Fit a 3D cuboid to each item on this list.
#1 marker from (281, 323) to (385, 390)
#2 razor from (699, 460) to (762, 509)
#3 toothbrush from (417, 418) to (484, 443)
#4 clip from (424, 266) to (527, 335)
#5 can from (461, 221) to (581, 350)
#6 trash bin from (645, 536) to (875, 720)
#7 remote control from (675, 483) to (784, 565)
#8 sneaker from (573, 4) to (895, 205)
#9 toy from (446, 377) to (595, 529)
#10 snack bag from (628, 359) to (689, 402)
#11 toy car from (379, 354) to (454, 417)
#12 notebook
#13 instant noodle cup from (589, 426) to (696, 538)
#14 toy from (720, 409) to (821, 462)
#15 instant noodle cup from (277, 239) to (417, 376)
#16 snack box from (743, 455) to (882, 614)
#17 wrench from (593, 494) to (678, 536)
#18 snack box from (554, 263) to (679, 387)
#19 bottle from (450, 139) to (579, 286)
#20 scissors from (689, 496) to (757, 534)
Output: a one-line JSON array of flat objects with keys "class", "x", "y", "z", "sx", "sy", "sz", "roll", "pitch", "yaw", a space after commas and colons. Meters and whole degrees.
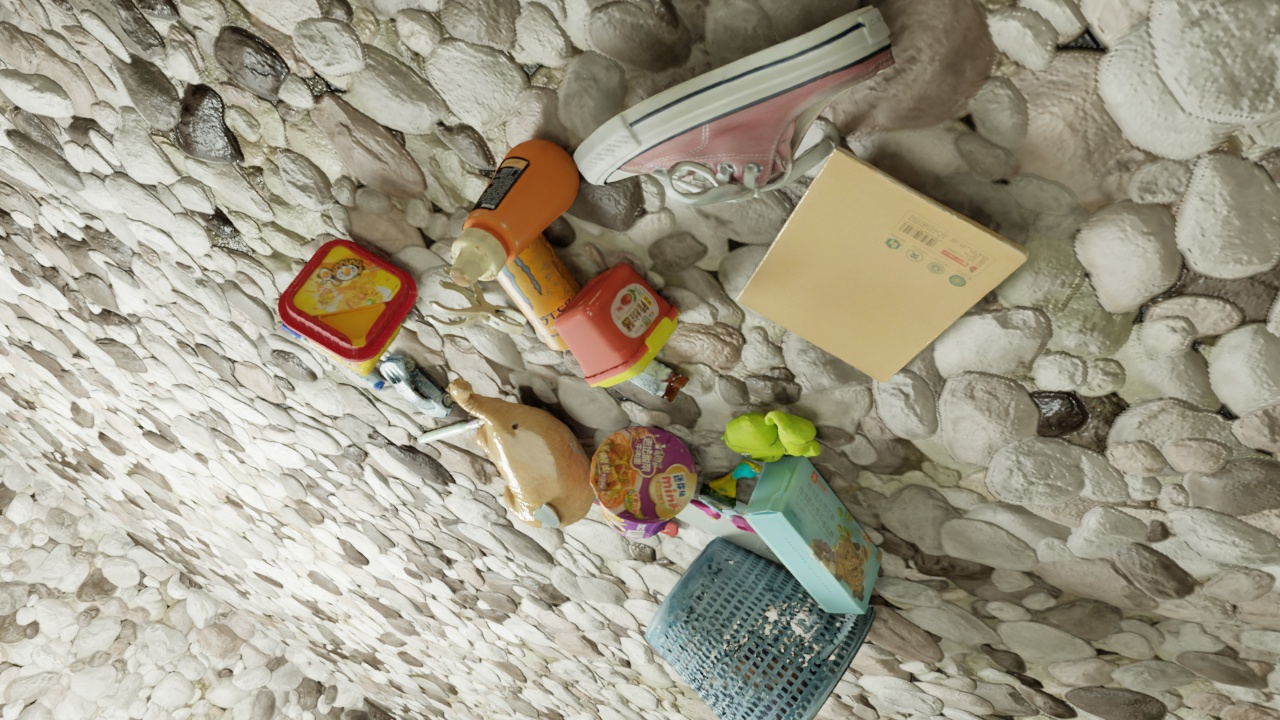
[{"class": "marker", "x": -0.389, "y": -0.007, "z": 1.165, "sx": 0.146, "sy": 0.016, "sz": 0.017, "roll": 34, "pitch": 144, "yaw": -5}, {"class": "razor", "x": 0.101, "y": 0.124, "z": 0.956, "sx": 0.043, "sy": 0.028, "sz": 0.133, "roll": 28, "pitch": 156, "yaw": -2}, {"class": "toothbrush", "x": -0.235, "y": 0.091, "z": 1.173, "sx": 0.190, "sy": 0.029, "sz": 0.020, "roll": -14, "pitch": 83, "yaw": 46}, {"class": "clip", "x": -0.169, "y": -0.064, "z": 0.937, "sx": 0.102, "sy": 0.095, "sz": 0.035, "roll": -3, "pitch": 151, "yaw": -23}, {"class": "can", "x": -0.098, "y": -0.078, "z": 0.838, "sx": 0.058, "sy": 0.058, "sz": 0.146, "roll": -6, "pitch": 131, "yaw": 40}, {"class": "trash bin", "x": 0.123, "y": 0.315, "z": 1.049, "sx": 0.195, "sy": 0.225, "sz": 0.227, "roll": 36, "pitch": 146, "yaw": 13}, {"class": "remote control", "x": 0.112, "y": 0.183, "z": 1.035, "sx": 0.150, "sy": 0.021, "sz": 0.058, "roll": 22, "pitch": 136, "yaw": 10}, {"class": "sneaker", "x": 0.059, "y": -0.148, "z": 0.609, "sx": 0.242, "sy": 0.118, "sz": 0.088, "roll": -13, "pitch": 106, "yaw": 38}, {"class": "toy", "x": -0.133, "y": 0.101, "z": 1.061, "sx": 0.144, "sy": 0.082, "sz": 0.226, "roll": -10, "pitch": 120, "yaw": 25}, {"class": "snack bag", "x": -0.005, "y": 0.005, "z": 0.900, "sx": 0.105, "sy": 0.026, "sz": 0.045, "roll": 31, "pitch": 136, "yaw": -2}, {"class": "toy car", "x": -0.273, "y": 0.035, "z": 1.122, "sx": 0.049, "sy": 0.031, "sz": 0.105, "roll": -16, "pitch": 125, "yaw": 46}, {"class": "notebook", "x": 0.168, "y": -0.061, "z": 0.691, "sx": 0.148, "sy": 0.008, "sz": 0.208, "roll": 29, "pitch": 152, "yaw": 1}, {"class": "instant noodle cup", "x": 0.000, "y": 0.140, "z": 1.000, "sx": 0.111, "sy": 0.111, "sz": 0.099, "roll": 25, "pitch": 154, "yaw": 8}, {"class": "toy", "x": 0.124, "y": 0.073, "z": 0.885, "sx": 0.100, "sy": 0.031, "sz": 0.097, "roll": 7, "pitch": 147, "yaw": 25}, {"class": "instant noodle cup", "x": -0.311, "y": -0.049, "z": 0.990, "sx": 0.116, "sy": 0.115, "sz": 0.124, "roll": 30, "pitch": 156, "yaw": 0}, {"class": "snack box", "x": 0.180, "y": 0.181, "z": 0.940, "sx": 0.052, "sy": 0.074, "sz": 0.175, "roll": -12, "pitch": 127, "yaw": 44}, {"class": "wrench", "x": -0.077, "y": 0.157, "z": 1.145, "sx": 0.273, "sy": 0.016, "sz": 0.056, "roll": 24, "pitch": 144, "yaw": 9}, {"class": "snack box", "x": -0.024, "y": -0.033, "z": 0.817, "sx": 0.082, "sy": 0.091, "sz": 0.080, "roll": -23, "pitch": 113, "yaw": 48}, {"class": "bottle", "x": -0.104, "y": -0.112, "z": 0.723, "sx": 0.067, "sy": 0.149, "sz": 0.067, "roll": 20, "pitch": 143, "yaw": 15}, {"class": "scissors", "x": 0.094, "y": 0.163, "z": 0.959, "sx": 0.108, "sy": 0.017, "sz": 0.136, "roll": 26, "pitch": 168, "yaw": -3}]
